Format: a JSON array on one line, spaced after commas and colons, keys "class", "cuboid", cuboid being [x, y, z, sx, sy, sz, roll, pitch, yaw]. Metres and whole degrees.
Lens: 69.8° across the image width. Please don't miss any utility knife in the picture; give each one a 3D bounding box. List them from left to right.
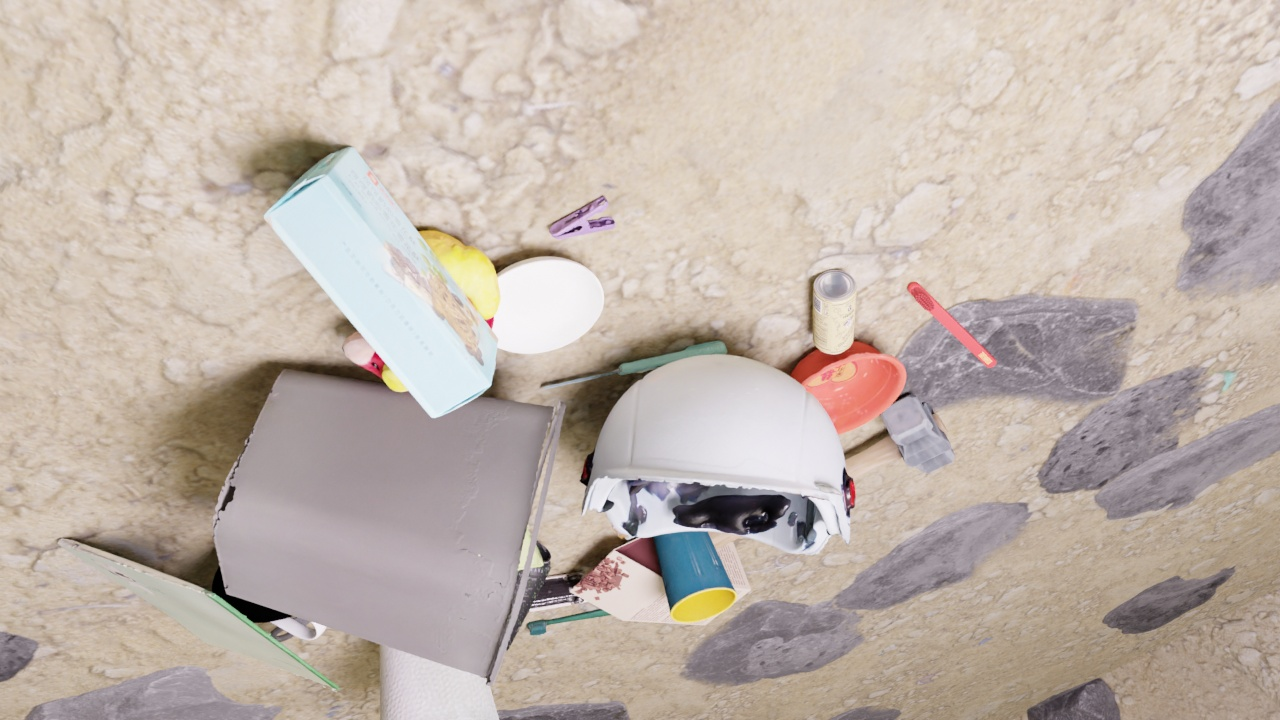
[{"class": "utility knife", "cuboid": [-0.005, 0.005, 0.846, 0.177, 0.015, 0.022, -12, 165, -7]}]

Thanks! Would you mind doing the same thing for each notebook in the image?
[{"class": "notebook", "cuboid": [-0.418, 0.252, 0.892, 0.182, 0.010, 0.253, 11, 146, 19]}]

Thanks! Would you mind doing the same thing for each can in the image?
[{"class": "can", "cuboid": [-0.149, 0.271, 1.048, 0.054, 0.054, 0.138, 14, 112, -36]}, {"class": "can", "cuboid": [0.177, -0.043, 0.842, 0.038, 0.038, 0.080, -17, 142, -3]}]

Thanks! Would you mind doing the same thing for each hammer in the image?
[{"class": "hammer", "cuboid": [0.209, 0.148, 1.087, 0.323, 0.051, 0.117, -30, 141, 18]}]

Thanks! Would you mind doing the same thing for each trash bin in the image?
[{"class": "trash bin", "cuboid": [-0.196, 0.123, 0.735, 0.220, 0.197, 0.198, 14, 139, -6]}, {"class": "trash bin", "cuboid": [-0.241, 0.365, 1.063, 0.133, 0.161, 0.133, -12, 142, -10]}]

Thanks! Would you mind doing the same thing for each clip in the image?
[{"class": "clip", "cuboid": [-0.040, -0.104, 0.698, 0.050, 0.014, 0.046, -39, 141, 19]}]

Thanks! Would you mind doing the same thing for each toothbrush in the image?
[{"class": "toothbrush", "cuboid": [-0.058, 0.345, 1.234, 0.189, 0.017, 0.016, -7, 141, -15]}, {"class": "toothbrush", "cuboid": [0.324, -0.029, 0.937, 0.012, 0.017, 0.212, -38, 139, 22]}]

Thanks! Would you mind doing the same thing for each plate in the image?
[{"class": "plate", "cuboid": [-0.082, -0.049, 0.735, 0.104, 0.026, 0.104, -12, 141, -10]}]

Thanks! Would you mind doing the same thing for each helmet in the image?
[{"class": "helmet", "cuboid": [0.072, 0.076, 0.821, 0.237, 0.163, 0.264, 2, 161, 11]}]

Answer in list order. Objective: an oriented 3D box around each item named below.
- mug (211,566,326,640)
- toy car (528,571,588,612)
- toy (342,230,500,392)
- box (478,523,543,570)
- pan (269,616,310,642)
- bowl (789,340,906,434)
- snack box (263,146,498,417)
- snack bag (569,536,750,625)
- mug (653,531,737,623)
[{"class": "mug", "cuboid": [-0.358, 0.226, 0.892, 0.100, 0.084, 0.119, -28, 102, 36]}, {"class": "toy car", "cuboid": [-0.121, 0.286, 1.122, 0.113, 0.039, 0.039, -4, 161, -20]}, {"class": "toy", "cuboid": [-0.156, -0.033, 0.688, 0.105, 0.067, 0.138, 36, 117, -11]}, {"class": "box", "cuboid": [-0.181, 0.178, 0.930, 0.137, 0.024, 0.187, -13, 142, 1]}, {"class": "pan", "cuboid": [-0.276, 0.211, 0.970, 0.355, 0.024, 0.216, -35, 139, 19]}, {"class": "bowl", "cuboid": [0.197, 0.022, 0.924, 0.130, 0.045, 0.131, -12, 142, -10]}, {"class": "snack box", "cuboid": [-0.163, -0.051, 0.605, 0.053, 0.075, 0.175, -29, 114, 9]}, {"class": "snack bag", "cuboid": [0.022, 0.268, 1.132, 0.206, 0.069, 0.095, 16, 131, -36]}, {"class": "mug", "cuboid": [0.054, 0.228, 1.054, 0.078, 0.121, 0.078, -12, 141, -10]}]
